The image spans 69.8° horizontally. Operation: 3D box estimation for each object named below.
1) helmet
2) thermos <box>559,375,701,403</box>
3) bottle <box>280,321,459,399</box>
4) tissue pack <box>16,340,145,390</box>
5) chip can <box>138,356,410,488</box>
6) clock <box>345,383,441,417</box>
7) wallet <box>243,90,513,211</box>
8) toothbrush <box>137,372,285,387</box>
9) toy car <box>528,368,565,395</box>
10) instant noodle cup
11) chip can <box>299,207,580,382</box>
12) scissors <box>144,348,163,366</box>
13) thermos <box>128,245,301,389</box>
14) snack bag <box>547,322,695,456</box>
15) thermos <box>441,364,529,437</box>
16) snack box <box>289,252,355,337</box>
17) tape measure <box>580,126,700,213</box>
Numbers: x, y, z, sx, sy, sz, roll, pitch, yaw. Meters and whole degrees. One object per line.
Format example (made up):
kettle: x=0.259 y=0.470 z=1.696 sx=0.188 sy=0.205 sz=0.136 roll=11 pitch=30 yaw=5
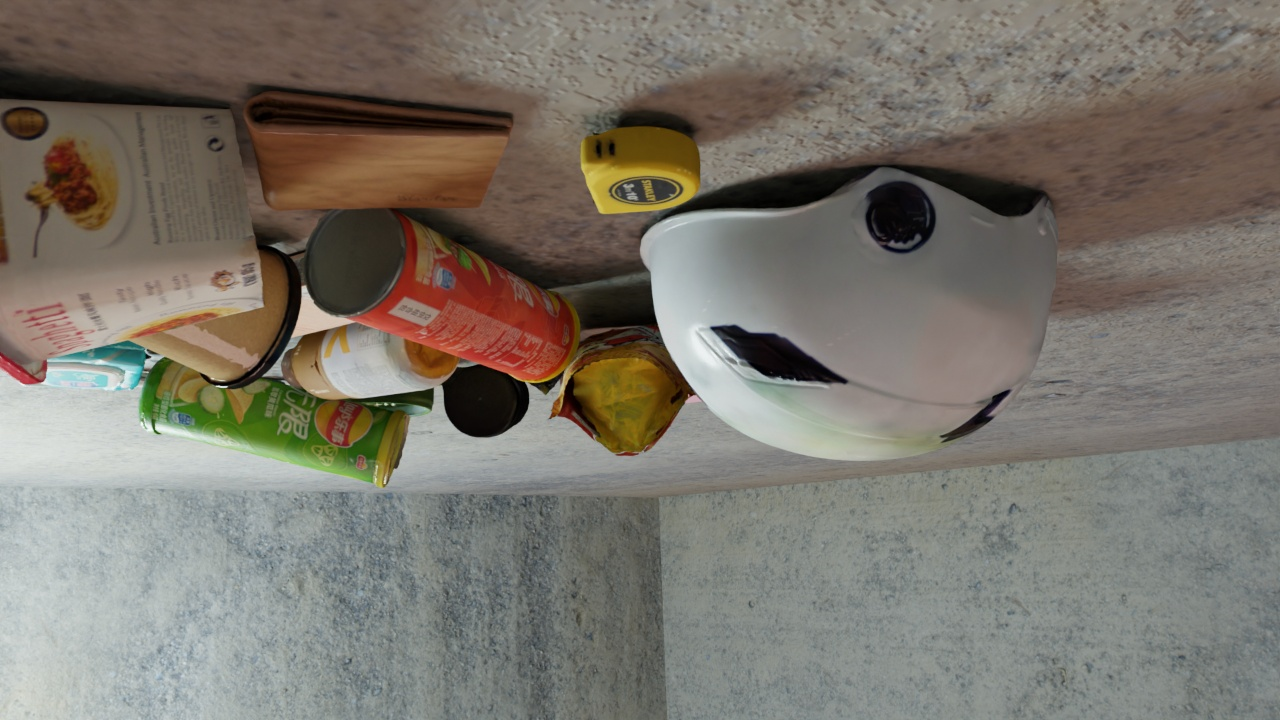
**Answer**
helmet: x=0.130 y=-0.010 z=0.583 sx=0.258 sy=0.145 sz=0.229 roll=2 pitch=167 yaw=-17
thermos: x=0.025 y=0.013 z=0.867 sx=0.199 sy=0.067 sz=0.087 roll=-9 pitch=164 yaw=27
bottle: x=-0.226 y=-0.003 z=0.744 sx=0.190 sy=0.068 sz=0.068 roll=-8 pitch=167 yaw=39
tissue pack: x=-0.444 y=-0.010 z=0.725 sx=0.093 sy=0.050 sz=0.134 roll=6 pitch=166 yaw=-29
chip can: x=-0.323 y=0.054 z=0.813 sx=0.221 sy=0.072 sz=0.073 roll=15 pitch=166 yaw=-6
clock: x=-0.262 y=0.026 z=0.910 sx=0.116 sy=0.056 sz=0.162 roll=5 pitch=166 yaw=-27
wallet: x=-0.125 y=-0.096 z=0.444 sx=0.115 sy=0.020 sz=0.101 roll=-1 pitch=170 yaw=-17
toothbrush: x=-0.469 y=0.022 z=0.958 sx=0.187 sy=0.016 sz=0.017 roll=5 pitch=158 yaw=-32
toy car: x=-0.090 y=-0.005 z=0.798 sx=0.045 sy=0.053 sz=0.120 roll=36 pitch=174 yaw=9
instant noodle cup: x=-0.238 y=-0.059 z=0.405 sx=0.124 sy=0.116 sz=0.117 roll=-11 pitch=172 yaw=-23
chip can: x=-0.117 y=-0.036 z=0.596 sx=0.073 sy=0.073 sz=0.216 roll=-7 pitch=168 yaw=22
scissors: x=-0.446 y=-0.001 z=0.856 sx=0.163 sy=0.014 sz=0.165 roll=2 pitch=167 yaw=-18
thermos: x=-0.269 y=-0.041 z=0.528 sx=0.093 sy=0.093 sz=0.143 roll=-9 pitch=159 yaw=30
snack bag: x=-0.004 y=0.004 z=0.723 sx=0.129 sy=0.073 sz=0.207 roll=-11 pitch=-165 yaw=8
thermos: x=-0.147 y=0.027 z=0.852 sx=0.068 sy=0.090 sz=0.242 roll=-46 pitch=-178 yaw=-6
snack box: x=-0.240 y=-0.044 z=0.649 sx=0.158 sy=0.026 sz=0.084 roll=-9 pitch=167 yaw=31
tape measure: x=0.000 y=-0.094 z=0.442 sx=0.057 sy=0.029 sz=0.060 roll=-2 pitch=168 yaw=7
